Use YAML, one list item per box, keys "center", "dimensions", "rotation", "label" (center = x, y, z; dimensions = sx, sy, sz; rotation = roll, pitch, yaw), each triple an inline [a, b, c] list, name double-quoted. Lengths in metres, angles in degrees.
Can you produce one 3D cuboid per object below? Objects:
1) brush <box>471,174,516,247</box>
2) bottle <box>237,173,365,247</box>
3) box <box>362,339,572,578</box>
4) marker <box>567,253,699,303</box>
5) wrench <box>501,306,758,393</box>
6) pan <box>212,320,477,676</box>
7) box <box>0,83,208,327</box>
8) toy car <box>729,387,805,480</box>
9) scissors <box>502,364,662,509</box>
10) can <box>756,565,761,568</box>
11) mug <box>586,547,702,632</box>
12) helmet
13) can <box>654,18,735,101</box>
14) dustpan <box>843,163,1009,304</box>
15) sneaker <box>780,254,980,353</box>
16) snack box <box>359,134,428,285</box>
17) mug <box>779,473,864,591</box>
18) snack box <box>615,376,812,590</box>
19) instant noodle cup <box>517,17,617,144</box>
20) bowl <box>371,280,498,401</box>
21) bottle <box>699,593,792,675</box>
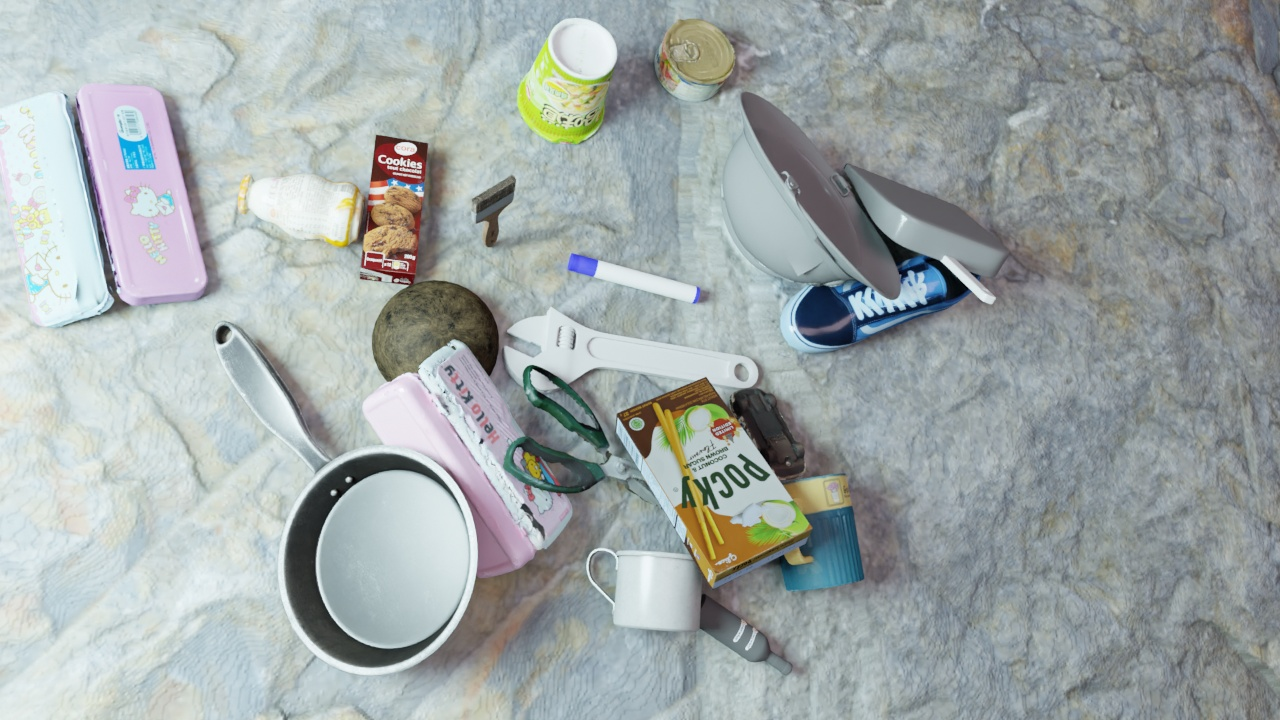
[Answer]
- center: [-0.140, -0.134, 0.870]
  dimensions: [0.045, 0.143, 0.008]
  rotation: [-35, 86, -15]
  label: "brush"
- center: [-0.317, -0.145, 0.860]
  dimensions: [0.108, 0.063, 0.063]
  rotation: [11, 72, -14]
  label: "bottle"
- center: [-0.149, 0.087, 0.834]
  dimensions: [0.202, 0.087, 0.102]
  rotation: [58, 42, -9]
  label: "box"
- center: [-0.006, -0.087, 0.967]
  dimensions: [0.141, 0.020, 0.020]
  rotation: [14, 71, -14]
  label: "marker"
- center: [-0.006, 0.006, 0.942]
  dimensions: [0.273, 0.018, 0.086]
  rotation: [10, 72, -16]
  label: "wrench"
- center: [-0.271, 0.103, 0.796]
  dimensions: [0.187, 0.055, 0.357]
  rotation: [-40, 71, 5]
  label: "pan"
- center: [-0.485, -0.142, 0.819]
  dimensions: [0.149, 0.049, 0.214]
  rotation: [-15, 80, -18]
  label: "box"
- center: [0.128, 0.077, 0.944]
  dimensions: [0.048, 0.041, 0.112]
  rotation: [-7, 53, -25]
  label: "toy car"
- center: [-0.045, 0.075, 0.888]
  dimensions: [0.209, 0.015, 0.146]
  rotation: [21, 45, -36]
  label: "scissors"
- center: [0.091, 0.151, 0.905]
  dimensions: [0.064, 0.064, 0.104]
  rotation: [5, 73, -17]
  label: "can"
- center: [0.003, 0.213, 0.857]
  dimensions: [0.113, 0.084, 0.070]
  rotation: [1, 75, 13]
  label: "mug"
- center: [0.154, -0.149, 0.986]
  dimensions: [0.271, 0.118, 0.183]
  rotation: [58, 31, 9]
  label: "helmet"
- center: [0.061, -0.343, 1.048]
  dimensions: [0.086, 0.043, 0.086]
  rotation: [5, 73, -16]
  label: "can"
- center: [0.327, -0.133, 0.995]
  dimensions: [0.163, 0.033, 0.257]
  rotation: [16, 26, -17]
  label: "dustpan"
- center: [0.270, -0.076, 1.008]
  dimensions: [0.240, 0.098, 0.083]
  rotation: [-16, 80, -21]
  label: "sneaker"
- center: [-0.242, -0.148, 0.902]
  dimensions: [0.051, 0.032, 0.140]
  rotation: [6, 73, -16]
  label: "snack box"
- center: [0.165, 0.170, 0.904]
  dimensions: [0.113, 0.083, 0.107]
  rotation: [9, 71, -57]
  label: "mug"
- center: [0.064, 0.109, 0.859]
  dimensions: [0.101, 0.032, 0.186]
  rotation: [-22, 57, -19]
  label: "snack box"
- center: [-0.072, -0.296, 0.958]
  dimensions: [0.099, 0.108, 0.098]
  rotation: [5, 72, -16]
  label: "instant noodle cup"
- center: [-0.191, -0.024, 0.869]
  dimensions: [0.121, 0.056, 0.121]
  rotation: [5, 73, -16]
  label: "bowl"
- center: [0.100, 0.271, 0.892]
  dimensions: [0.113, 0.030, 0.030]
  rotation: [35, 67, -5]
  label: "bottle"
